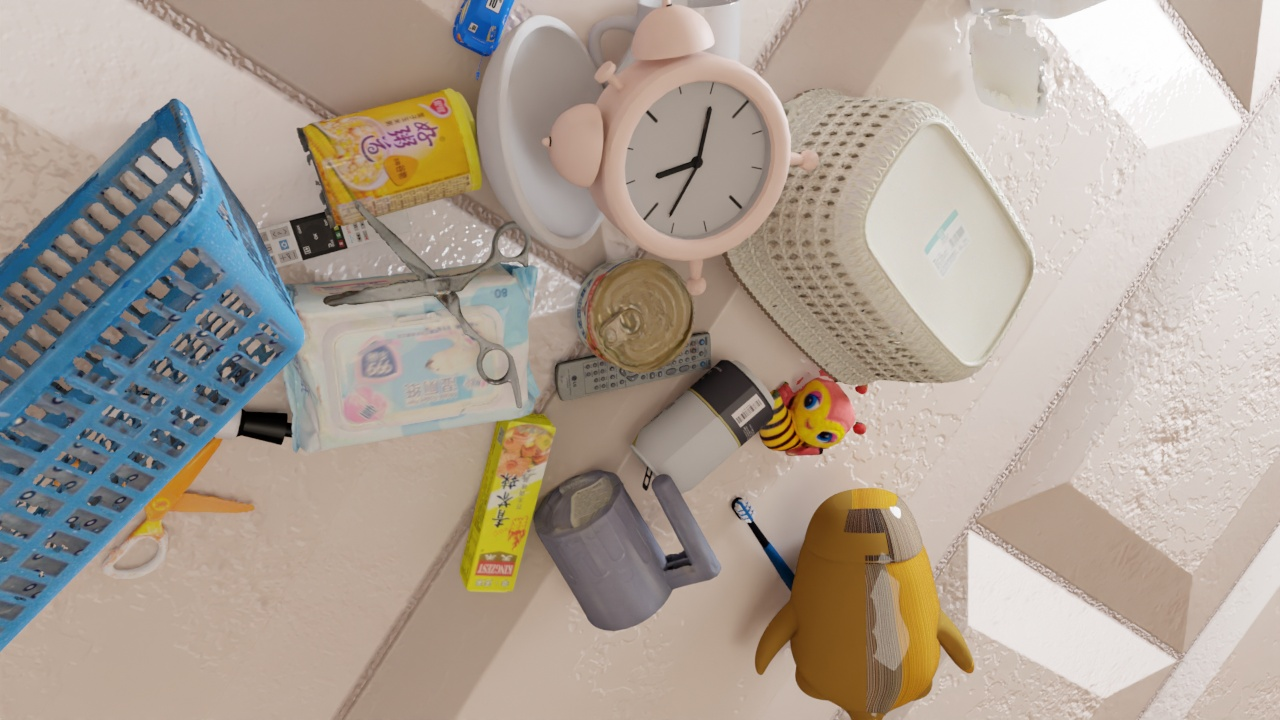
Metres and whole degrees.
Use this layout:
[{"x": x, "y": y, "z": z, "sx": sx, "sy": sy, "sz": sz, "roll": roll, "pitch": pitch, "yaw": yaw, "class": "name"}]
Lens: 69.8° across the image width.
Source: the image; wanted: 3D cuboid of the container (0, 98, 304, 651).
[{"x": -0.329, "y": 0.038, "z": 0.478, "sx": 0.362, "sy": 0.257, "sz": 0.089, "roll": -46, "pitch": 127, "yaw": -2, "class": "container"}]

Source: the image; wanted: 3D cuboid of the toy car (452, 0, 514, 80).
[{"x": -0.094, "y": -0.226, "z": 0.590, "sx": 0.033, "sy": 0.062, "sz": 0.092, "roll": 19, "pitch": 100, "yaw": -28, "class": "toy car"}]

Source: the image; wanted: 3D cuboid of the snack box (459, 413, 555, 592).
[{"x": -0.107, "y": 0.113, "z": 0.730, "sx": 0.040, "sy": 0.029, "sz": 0.148, "roll": 9, "pitch": 105, "yaw": -26, "class": "snack box"}]

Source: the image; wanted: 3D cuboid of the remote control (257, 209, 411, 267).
[{"x": -0.218, "y": -0.084, "z": 0.617, "sx": 0.124, "sy": 0.012, "sz": 0.028, "roll": -19, "pitch": 115, "yaw": -17, "class": "remote control"}]

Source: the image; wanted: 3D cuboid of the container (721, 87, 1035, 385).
[{"x": 0.191, "y": -0.090, "z": 0.721, "sx": 0.246, "sy": 0.143, "sz": 0.184, "roll": 41, "pitch": 76, "yaw": -30, "class": "container"}]

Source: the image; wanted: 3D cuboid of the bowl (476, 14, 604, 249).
[{"x": -0.069, "y": -0.149, "z": 0.612, "sx": 0.149, "sy": 0.043, "sz": 0.149, "roll": 0, "pitch": 90, "yaw": -65, "class": "bowl"}]

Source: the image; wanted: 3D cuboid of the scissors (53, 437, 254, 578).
[{"x": -0.335, "y": 0.103, "z": 0.635, "sx": 0.125, "sy": 0.011, "sz": 0.128, "roll": 10, "pitch": 106, "yaw": -25, "class": "scissors"}]

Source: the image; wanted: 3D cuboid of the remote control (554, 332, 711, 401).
[{"x": -0.004, "y": 0.004, "z": 0.743, "sx": 0.136, "sy": 0.013, "sz": 0.033, "roll": -11, "pitch": 113, "yaw": -20, "class": "remote control"}]

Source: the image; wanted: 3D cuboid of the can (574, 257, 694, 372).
[{"x": -0.005, "y": -0.036, "z": 0.703, "sx": 0.086, "sy": 0.043, "sz": 0.086, "roll": -3, "pitch": 99, "yaw": -23, "class": "can"}]

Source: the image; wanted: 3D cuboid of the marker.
[{"x": -0.299, "y": 0.038, "z": 0.619, "sx": 0.125, "sy": 0.025, "sz": 0.025, "roll": 12, "pitch": 103, "yaw": -27, "class": "marker"}]

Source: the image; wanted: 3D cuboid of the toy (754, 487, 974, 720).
[{"x": 0.203, "y": 0.212, "z": 0.842, "sx": 0.199, "sy": 0.162, "sz": 0.203, "roll": -2, "pitch": 104, "yaw": 7, "class": "toy"}]

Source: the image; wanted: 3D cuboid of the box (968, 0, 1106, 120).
[{"x": 0.322, "y": -0.268, "z": 0.734, "sx": 0.126, "sy": 0.108, "sz": 0.137, "roll": -26, "pitch": 116, "yaw": -12, "class": "box"}]

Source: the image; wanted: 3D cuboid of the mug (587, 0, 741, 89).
[{"x": 0.017, "y": -0.208, "z": 0.652, "sx": 0.107, "sy": 0.071, "sz": 0.089, "roll": 0, "pitch": 120, "yaw": 5, "class": "mug"}]

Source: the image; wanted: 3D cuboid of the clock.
[{"x": 0.025, "y": -0.140, "z": 0.610, "sx": 0.131, "sy": 0.086, "sz": 0.160, "roll": -48, "pitch": 129, "yaw": 5, "class": "clock"}]

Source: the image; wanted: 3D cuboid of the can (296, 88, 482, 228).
[{"x": -0.159, "y": -0.131, "z": 0.594, "sx": 0.105, "sy": 0.067, "sz": 0.068, "roll": -19, "pitch": 115, "yaw": -16, "class": "can"}]

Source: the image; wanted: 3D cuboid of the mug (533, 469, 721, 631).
[{"x": -0.011, "y": 0.148, "z": 0.743, "sx": 0.124, "sy": 0.083, "sz": 0.104, "roll": -18, "pitch": 117, "yaw": 18, "class": "mug"}]

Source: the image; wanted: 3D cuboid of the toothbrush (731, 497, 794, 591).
[{"x": 0.128, "y": 0.187, "z": 0.871, "sx": 0.014, "sy": 0.014, "sz": 0.168, "roll": -44, "pitch": 120, "yaw": -17, "class": "toothbrush"}]

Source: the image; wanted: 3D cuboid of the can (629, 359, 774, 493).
[{"x": 0.047, "y": 0.059, "z": 0.758, "sx": 0.127, "sy": 0.064, "sz": 0.064, "roll": -40, "pitch": 120, "yaw": -6, "class": "can"}]

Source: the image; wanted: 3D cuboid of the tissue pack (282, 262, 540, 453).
[{"x": -0.155, "y": -0.005, "z": 0.641, "sx": 0.181, "sy": 0.070, "sz": 0.112, "roll": -9, "pitch": 111, "yaw": -22, "class": "tissue pack"}]

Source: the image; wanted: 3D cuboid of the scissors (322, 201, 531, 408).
[{"x": -0.123, "y": -0.036, "z": 0.600, "sx": 0.141, "sy": 0.014, "sz": 0.173, "roll": -33, "pitch": 112, "yaw": -23, "class": "scissors"}]

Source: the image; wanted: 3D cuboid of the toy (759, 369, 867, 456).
[{"x": 0.149, "y": 0.049, "z": 0.812, "sx": 0.103, "sy": 0.046, "sz": 0.084, "roll": -8, "pitch": 118, "yaw": -18, "class": "toy"}]
